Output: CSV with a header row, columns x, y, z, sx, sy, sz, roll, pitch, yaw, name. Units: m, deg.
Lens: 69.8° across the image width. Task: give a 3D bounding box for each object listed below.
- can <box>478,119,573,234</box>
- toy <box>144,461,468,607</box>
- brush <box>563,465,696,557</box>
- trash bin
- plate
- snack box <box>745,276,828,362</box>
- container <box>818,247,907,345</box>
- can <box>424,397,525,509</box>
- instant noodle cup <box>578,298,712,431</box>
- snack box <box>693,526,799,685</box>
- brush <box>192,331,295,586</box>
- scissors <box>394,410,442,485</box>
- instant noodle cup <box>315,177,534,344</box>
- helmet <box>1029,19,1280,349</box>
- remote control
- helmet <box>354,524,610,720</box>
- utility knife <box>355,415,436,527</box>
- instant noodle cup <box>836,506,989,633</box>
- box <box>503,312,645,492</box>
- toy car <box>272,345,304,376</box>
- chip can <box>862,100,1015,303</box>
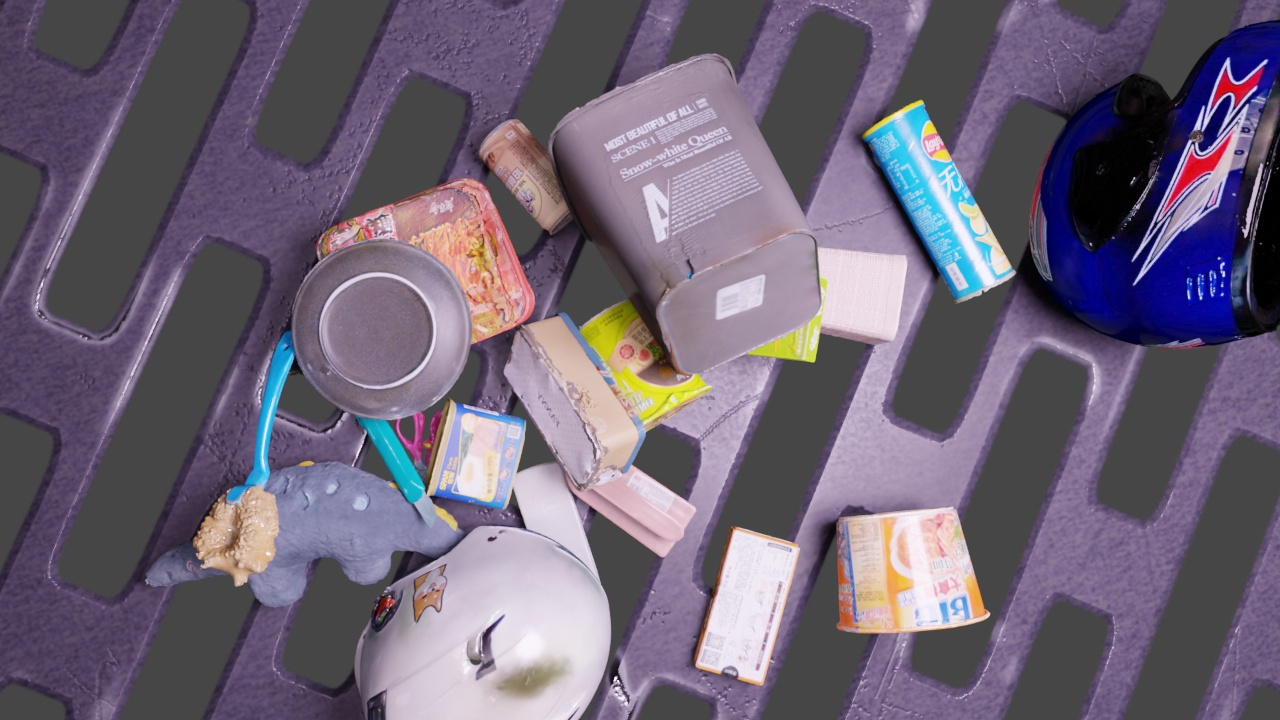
x,y,z,sx,sy,sz,roll,pitch,yaw,name
-0.113,-0.194,0.967,0.058,0.058,0.116,-42,90,-4,can
-0.333,0.172,0.932,0.356,0.091,0.138,-6,107,-2,toy
-0.017,0.139,0.955,0.145,0.073,0.063,35,87,0,brush
0.050,-0.128,0.863,0.199,0.199,0.219,-25,57,-1,trash bin
-0.254,-0.030,0.897,0.179,0.024,0.179,0,94,-2,plate
0.113,-0.048,0.943,0.157,0.026,0.085,7,86,40,snack box
0.210,-0.071,0.968,0.111,0.090,0.090,9,88,0,container
-0.171,0.098,0.949,0.083,0.057,0.102,15,88,-17,can
-0.006,0.006,0.948,0.111,0.112,0.123,-31,83,-4,instant noodle cup
0.113,0.261,0.981,0.075,0.026,0.153,16,87,-2,snack box
-0.365,0.087,0.881,0.083,0.046,0.254,-2,68,23,brush
-0.240,0.115,0.973,0.073,0.017,0.137,14,91,-4,scissors
-0.217,-0.085,0.948,0.189,0.079,0.164,-21,90,-3,instant noodle cup
0.523,-0.171,0.909,0.247,0.241,0.315,11,95,-41,helmet
-0.089,0.183,0.974,0.058,0.021,0.150,-17,89,-4,remote control
-0.150,0.304,0.878,0.274,0.157,0.230,-39,106,0,helmet
-0.252,0.097,0.936,0.029,0.013,0.182,-44,63,12,utility knife
0.268,0.211,0.938,0.151,0.151,0.111,-5,80,-4,instant noodle cup
-0.072,0.035,0.917,0.061,0.090,0.184,-16,60,-33,box
-0.336,0.001,0.958,0.090,0.043,0.034,13,60,-6,toy car
0.320,-0.169,0.985,0.071,0.071,0.210,-29,90,-4,chip can
